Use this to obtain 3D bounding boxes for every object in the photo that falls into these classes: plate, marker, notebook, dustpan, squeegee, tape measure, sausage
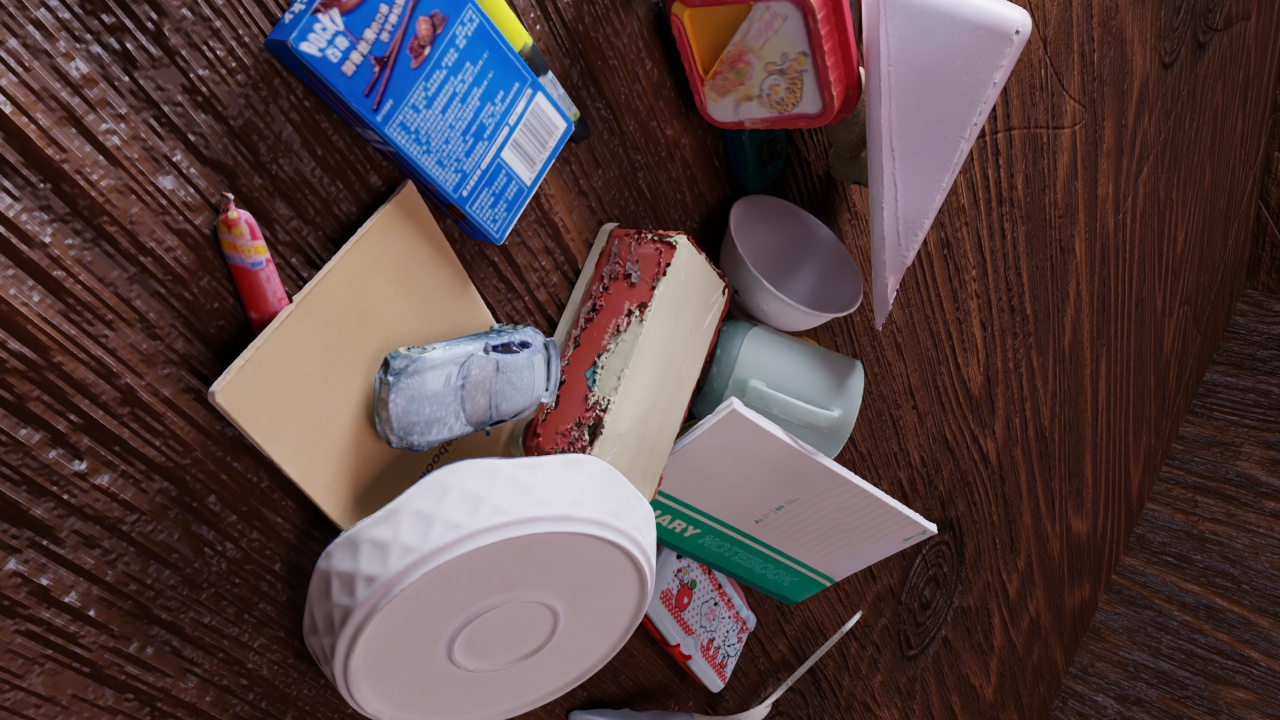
[{"bbox_3d":[-0.081,0.140,0.519,0.204,0.045,0.205,-15,132,-17],"label":"plate"},{"bbox_3d":[-0.061,-0.162,0.509,0.018,0.015,0.124,-60,144,-12],"label":"marker"},{"bbox_3d":[0.091,0.114,0.671,0.209,0.151,0.012,31,38,-26],"label":"notebook"},{"bbox_3d":[0.175,-0.189,0.653,0.274,0.139,0.222,-68,169,24],"label":"dustpan"},{"bbox_3d":[0.046,0.303,0.779,0.246,0.039,0.247,10,127,-38],"label":"squeegee"},{"bbox_3d":[0.087,-0.157,0.677,0.054,0.025,0.058,-40,130,-35],"label":"tape measure"},{"bbox_3d":[-0.122,0.028,0.502,0.147,0.008,0.208,-57,143,-28],"label":"notebook"},{"bbox_3d":[-0.171,-0.007,0.439,0.020,0.020,0.156,-37,131,-35],"label":"sausage"}]

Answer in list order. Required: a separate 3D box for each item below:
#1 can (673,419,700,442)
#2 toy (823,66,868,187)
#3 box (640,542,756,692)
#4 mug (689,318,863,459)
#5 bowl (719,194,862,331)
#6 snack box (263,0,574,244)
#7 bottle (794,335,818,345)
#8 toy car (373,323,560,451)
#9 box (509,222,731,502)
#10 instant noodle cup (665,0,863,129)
[{"bbox_3d":[0.079,0.087,0.737,0.111,0.075,0.075,10,98,-52],"label":"can"},{"bbox_3d":[0.162,-0.195,0.733,0.157,0.066,0.105,40,32,-47],"label":"toy"},{"bbox_3d":[0.048,0.209,0.775,0.087,0.048,0.201,-53,138,-21],"label":"box"},{"bbox_3d":[0.096,0.023,0.652,0.111,0.106,0.082,-103,-146,-78],"label":"mug"},{"bbox_3d":[0.101,-0.061,0.694,0.118,0.118,0.065,-22,158,-44],"label":"bowl"},{"bbox_3d":[-0.101,-0.136,0.459,0.084,0.026,0.157,-60,141,-12],"label":"snack box"},{"bbox_3d":[0.103,0.018,0.746,0.108,0.063,0.063,-13,117,-31],"label":"bottle"},{"bbox_3d":[-0.091,0.013,0.502,0.120,0.037,0.054,-16,115,-51],"label":"toy car"},{"bbox_3d":[-0.003,0.004,0.583,0.091,0.079,0.168,39,68,-51],"label":"box"},{"bbox_3d":[0.094,-0.227,0.597,0.124,0.117,0.116,-60,143,-32],"label":"instant noodle cup"}]
